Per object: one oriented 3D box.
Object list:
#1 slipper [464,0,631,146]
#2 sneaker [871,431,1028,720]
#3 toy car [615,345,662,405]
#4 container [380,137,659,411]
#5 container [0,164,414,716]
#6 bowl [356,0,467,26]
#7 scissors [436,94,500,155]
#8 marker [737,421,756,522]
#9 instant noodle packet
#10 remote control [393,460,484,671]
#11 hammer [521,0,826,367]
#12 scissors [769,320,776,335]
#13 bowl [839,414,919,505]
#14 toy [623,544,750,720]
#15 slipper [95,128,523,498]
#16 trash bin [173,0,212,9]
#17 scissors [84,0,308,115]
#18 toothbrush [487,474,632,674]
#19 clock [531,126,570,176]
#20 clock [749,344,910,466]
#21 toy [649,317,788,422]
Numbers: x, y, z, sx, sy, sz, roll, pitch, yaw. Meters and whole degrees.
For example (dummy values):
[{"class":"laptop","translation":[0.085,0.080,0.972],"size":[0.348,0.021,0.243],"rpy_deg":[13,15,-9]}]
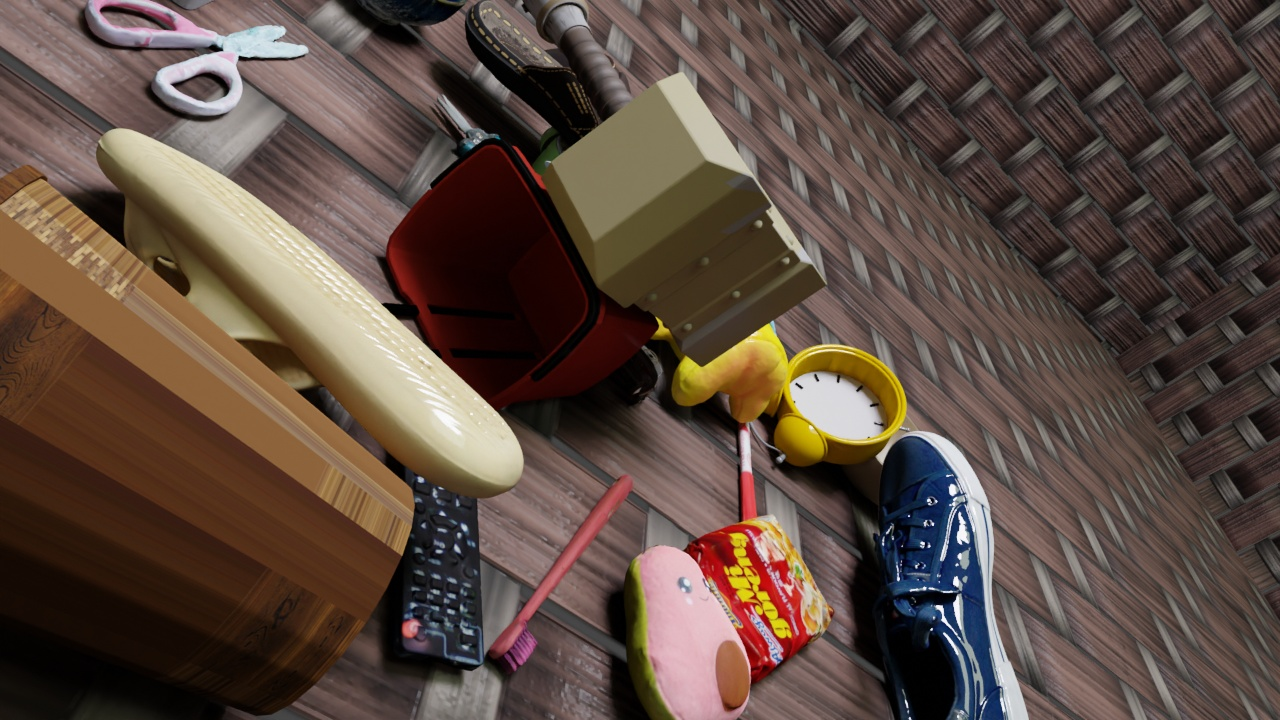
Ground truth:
[{"class":"slipper","translation":[-0.037,-0.222,0.798],"size":[0.268,0.076,0.112],"rpy_deg":[43,28,-8]},{"class":"sneaker","translation":[0.216,0.173,0.722],"size":[0.127,0.121,0.293],"rpy_deg":[23,48,-24]},{"class":"toy car","translation":[-0.004,0.004,0.670],"size":[0.040,0.037,0.092],"rpy_deg":[52,-5,9]},{"class":"container","translation":[-0.093,-0.047,0.553],"size":[0.200,0.127,0.148],"rpy_deg":[8,48,-60]},{"class":"container","translation":[-0.177,0.039,0.319],"size":[0.167,0.132,0.132],"rpy_deg":[41,28,-26]},{"class":"bowl","translation":[-0.211,-0.327,0.789],"size":[0.114,0.061,0.114],"rpy_deg":[33,32,-24]},{"class":"scissors","translation":[-0.116,-0.160,0.760],"size":[0.142,0.019,0.127],"rpy_deg":[24,42,-28]},{"class":"marker","translation":[0.087,0.086,0.755],"size":[0.013,0.013,0.142],"rpy_deg":[37,30,-21]},{"class":"instant noodle packet","translation":[0.078,0.159,0.624],"size":[0.135,0.040,0.098],"rpy_deg":[-3,64,-57]},{"class":"remote control","translation":[-0.106,0.084,0.470],"size":[0.047,0.022,0.150],"rpy_deg":[27,36,-36]},{"class":"hammer","translation":[-0.017,-0.172,0.622],"size":[0.190,0.101,0.324],"rpy_deg":[34,25,-59]},{"class":"scissors","translation":[0.105,-0.046,0.858],"size":[0.133,0.015,0.135],"rpy_deg":[-121,-168,-72]},{"class":"bowl","translation":[0.239,0.095,0.921],"size":[0.152,0.051,0.152],"rpy_deg":[34,32,-25]},{"class":"toy","translation":[0.021,0.158,0.527],"size":[0.090,0.051,0.110],"rpy_deg":[17,41,-47]},{"class":"slipper","translation":[-0.166,-0.008,0.432],"size":[0.261,0.079,0.111],"rpy_deg":[38,4,17]},{"class":"trash bin","translation":[-0.291,-0.359,0.654],"size":[0.114,0.115,0.228],"rpy_deg":[39,29,-18]},{"class":"scissors","translation":[-0.264,-0.194,0.601],"size":[0.103,0.016,0.178],"rpy_deg":[49,24,2]},{"class":"toothbrush","translation":[-0.038,0.116,0.533],"size":[0.016,0.016,0.189],"rpy_deg":[52,27,-5]},{"class":"clock","translation":[-0.056,-0.166,0.831],"size":[0.094,0.043,0.119],"rpy_deg":[40,29,-18]},{"class":"clock","translation":[0.168,0.043,0.839],"size":[0.151,0.052,0.113],"rpy_deg":[-9,53,-16]},{"class":"toy","translation":[0.055,-0.045,0.790],"size":[0.134,0.088,0.193],"rpy_deg":[20,37,-35]}]
